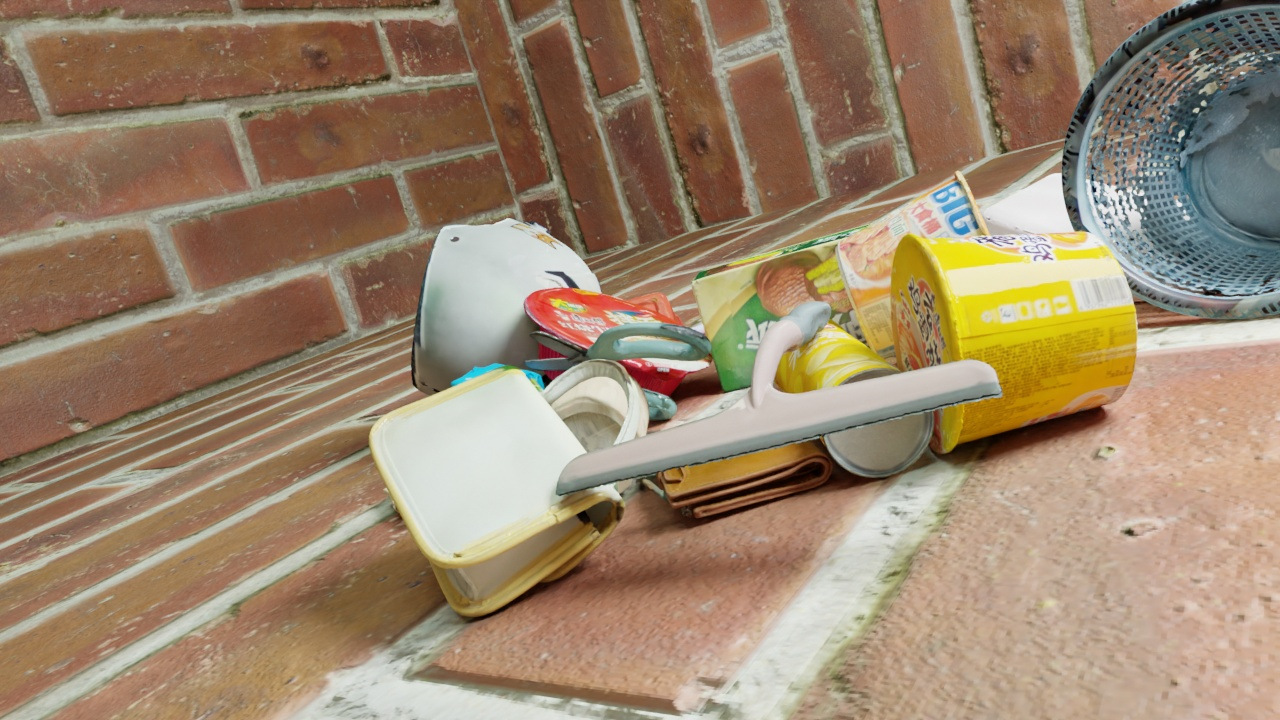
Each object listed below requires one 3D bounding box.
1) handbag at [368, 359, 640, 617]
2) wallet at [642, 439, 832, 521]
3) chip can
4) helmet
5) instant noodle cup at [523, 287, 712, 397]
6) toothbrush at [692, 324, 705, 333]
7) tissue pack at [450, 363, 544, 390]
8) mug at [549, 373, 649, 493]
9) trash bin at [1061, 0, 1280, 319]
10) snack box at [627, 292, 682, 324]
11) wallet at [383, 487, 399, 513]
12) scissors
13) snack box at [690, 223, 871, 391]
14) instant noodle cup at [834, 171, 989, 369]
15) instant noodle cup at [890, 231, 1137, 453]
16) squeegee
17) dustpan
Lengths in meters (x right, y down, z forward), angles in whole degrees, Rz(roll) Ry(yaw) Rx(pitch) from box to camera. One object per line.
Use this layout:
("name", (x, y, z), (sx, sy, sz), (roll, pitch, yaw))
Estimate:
("handbag", (-0.070, 0.067, 0.601), (0.178, 0.063, 0.163), (-27, 41, -16))
("wallet", (0.057, 0.071, 0.635), (0.119, 0.035, 0.130), (-11, 11, -4))
("chip can", (0.142, 0.018, 0.656), (0.072, 0.072, 0.213), (-17, 12, 2))
("helmet", (-0.125, -0.042, 1.042), (0.157, 0.230, 0.273), (16, 6, 27))
("instant noodle cup", (-0.028, -0.007, 0.907), (0.194, 0.066, 0.193), (16, 18, -6))
("toothbrush", (0.018, -0.018, 1.172), (0.188, 0.029, 0.021), (-21, -26, -24))
("tissue pack", (-0.120, 0.053, 0.835), (0.063, 0.090, 0.140), (-21, 12, -23))
("mug", (-0.054, 0.063, 0.716), (0.125, 0.084, 0.103), (-24, 11, 7))
("trash bin", (0.473, -0.152, 0.698), (0.194, 0.226, 0.227), (-10, 3, -44))
("snack box", (0.004, -0.026, 1.028), (0.091, 0.082, 0.080), (-16, -33, 4))
("wallet", (-0.179, 0.112, 0.811), (0.087, 0.024, 0.115), (-17, 11, -25))
("scissors", (-0.005, 0.005, 0.770), (0.180, 0.170, 0.019), (-19, 50, 43))
("snack box", (0.177, -0.057, 0.861), (0.240, 0.114, 0.063), (-14, 12, 14))
("instant noodle cup", (0.232, -0.061, 0.741), (0.112, 0.151, 0.151), (-22, 9, 20))
("instant noodle cup", (0.227, -0.019, 0.569), (0.110, 0.138, 0.138), (-9, 11, 2))
("squeegee", (0.093, -0.007, 0.581), (0.248, 0.040, 0.249), (-17, 11, 24))
("dustpan", (0.429, -0.084, 0.894), (0.221, 0.139, 0.273), (-24, 40, -36))
